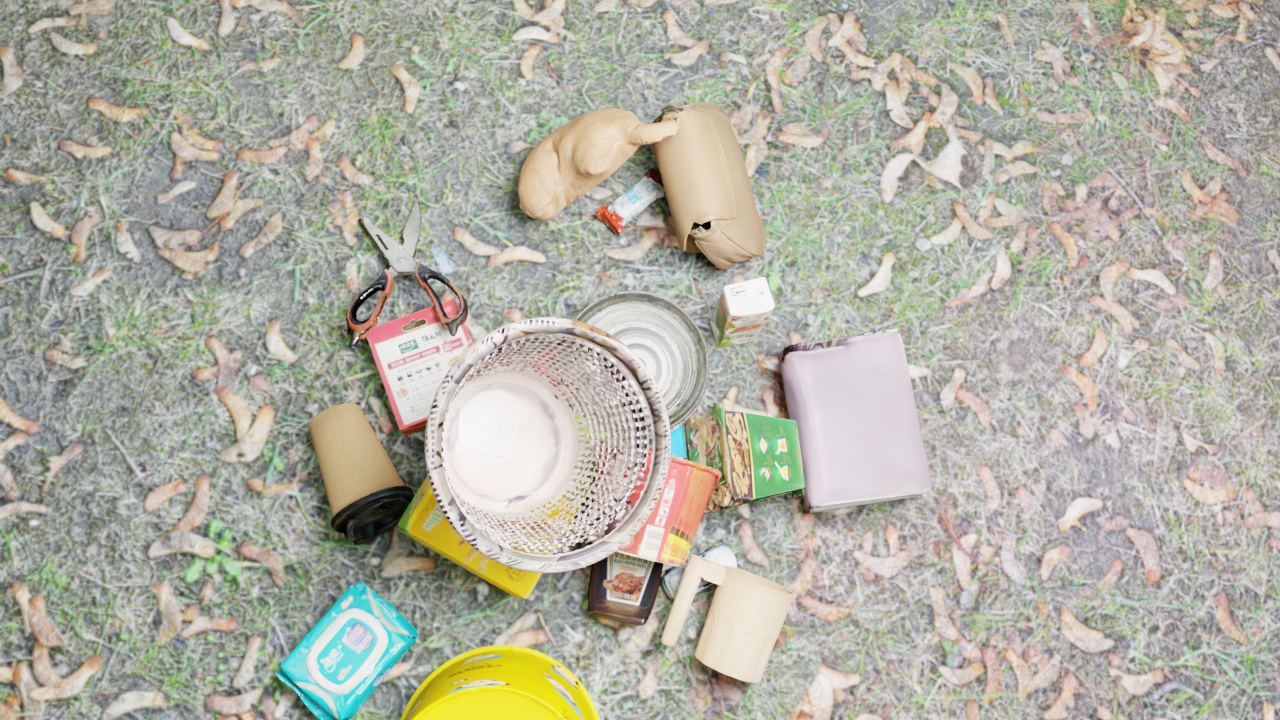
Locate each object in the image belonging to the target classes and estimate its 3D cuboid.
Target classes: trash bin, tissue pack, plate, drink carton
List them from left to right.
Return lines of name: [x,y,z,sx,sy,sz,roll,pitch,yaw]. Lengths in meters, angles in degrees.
tissue pack: [-0.315,0.317,0.990,0.093,0.050,0.133,38,75,4]
trash bin: [-0.140,0.397,0.880,0.229,0.256,0.229,2,75,-6]
trash bin: [-0.111,0.081,0.897,0.227,0.192,0.227,2,85,-22]
plate: [-0.006,0.006,1.092,0.179,0.024,0.179,1,79,-6]
drink carton: [0.119,-0.056,1.094,0.053,0.123,0.045,-12,75,-7]

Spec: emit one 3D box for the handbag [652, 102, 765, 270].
handbag: [0.078,-0.213,1.126,0.100,0.147,0.204,-21,73,27]

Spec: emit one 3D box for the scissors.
scissors: [-0.280,-0.101,1.090,0.189,0.015,0.226,14,60,12]

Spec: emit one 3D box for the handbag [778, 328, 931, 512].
handbag: [0.247,0.074,1.085,0.145,0.098,0.197,-5,77,-9]

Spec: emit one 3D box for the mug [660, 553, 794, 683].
mug: [0.095,0.284,1.013,0.124,0.084,0.103,21,86,-4]

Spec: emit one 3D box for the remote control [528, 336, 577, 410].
remote control: [-0.072,0.029,1.105,0.136,0.020,0.055,38,74,5]

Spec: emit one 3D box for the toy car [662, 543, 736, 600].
toy car: [0.069,0.244,1.057,0.090,0.034,0.043,-24,76,-13]

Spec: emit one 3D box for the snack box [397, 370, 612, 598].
snack box: [-0.147,0.134,1.022,0.157,0.070,0.209,34,74,-16]

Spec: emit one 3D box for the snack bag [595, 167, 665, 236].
snack bag: [-0.007,-0.204,1.169,0.105,0.026,0.045,-40,73,-15]

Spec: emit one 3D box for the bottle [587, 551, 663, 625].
bottle: [-0.008,0.200,1.055,0.080,0.044,0.194,12,74,-1]

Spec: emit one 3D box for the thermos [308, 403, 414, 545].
thermos: [-0.317,0.124,1.025,0.093,0.093,0.143,-26,71,-12]

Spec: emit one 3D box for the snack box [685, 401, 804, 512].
snack box: [0.123,0.113,1.063,0.105,0.118,0.117,-1,76,-19]

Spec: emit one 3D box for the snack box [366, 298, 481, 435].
snack box: [-0.248,0.008,1.081,0.113,0.044,0.127,-21,79,-10]

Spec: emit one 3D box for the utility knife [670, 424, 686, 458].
utility knife: [0.035,0.069,1.107,0.034,0.018,0.187,-8,78,-8]

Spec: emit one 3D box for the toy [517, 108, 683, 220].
toy: [-0.054,-0.252,1.099,0.226,0.082,0.143,-28,40,24]

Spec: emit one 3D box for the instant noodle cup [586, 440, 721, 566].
instant noodle cup: [0.006,0.154,0.981,0.138,0.138,0.108,15,81,-2]
